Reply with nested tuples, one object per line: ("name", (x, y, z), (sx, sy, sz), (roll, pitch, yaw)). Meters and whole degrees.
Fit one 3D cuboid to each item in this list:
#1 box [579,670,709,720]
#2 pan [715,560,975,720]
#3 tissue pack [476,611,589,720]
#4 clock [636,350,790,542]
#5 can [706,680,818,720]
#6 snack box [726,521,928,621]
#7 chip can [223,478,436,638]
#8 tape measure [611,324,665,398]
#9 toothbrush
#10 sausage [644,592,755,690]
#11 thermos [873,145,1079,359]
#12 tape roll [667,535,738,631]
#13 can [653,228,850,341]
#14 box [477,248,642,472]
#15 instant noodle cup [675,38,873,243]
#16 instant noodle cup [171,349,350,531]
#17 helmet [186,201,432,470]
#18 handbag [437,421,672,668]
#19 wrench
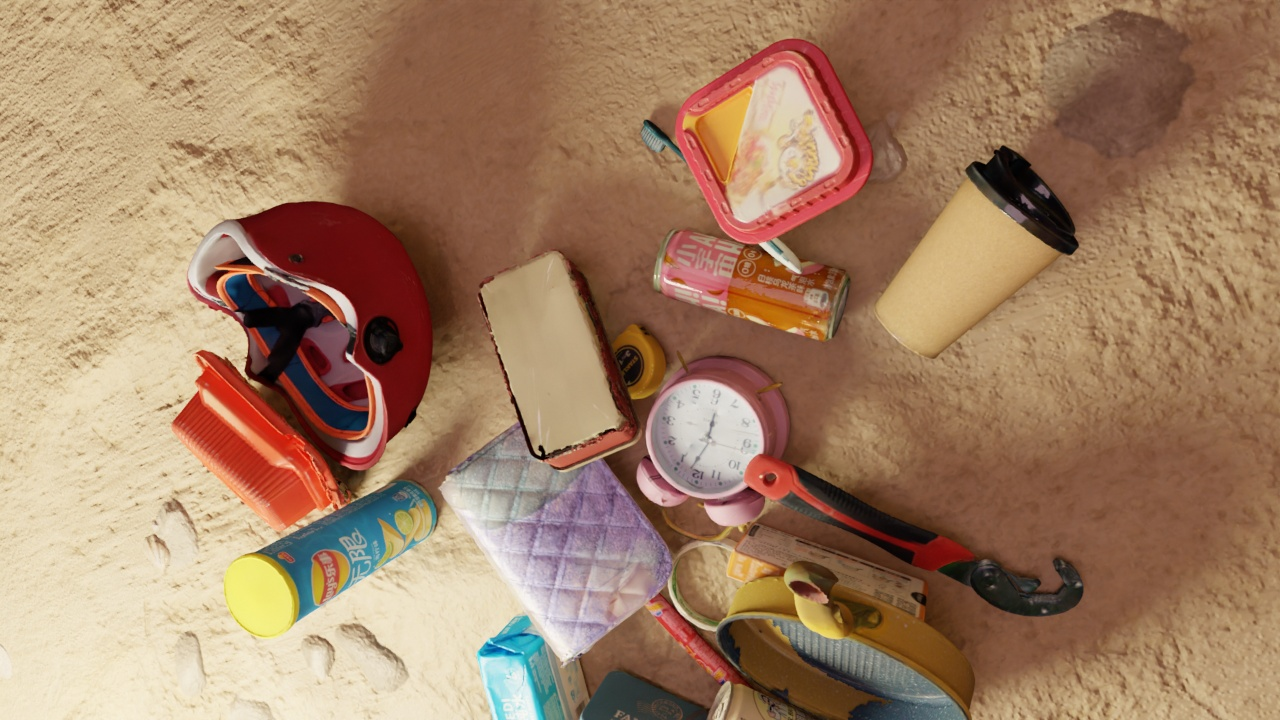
("box", (0.024, 0.348, 0.815), (0.184, 0.089, 0.060), (21, 111, 12))
("pan", (0.135, 0.197, 0.638), (0.198, 0.078, 0.358), (13, 146, 23))
("tissue pack", (-0.099, 0.307, 0.852), (0.063, 0.089, 0.140), (-12, 96, 22))
("clock", (0.057, 0.076, 0.765), (0.117, 0.059, 0.159), (16, 108, 17))
("can", (0.117, 0.322, 0.778), (0.116, 0.058, 0.059), (25, 109, 0))
("snack box", (0.152, 0.177, 0.740), (0.154, 0.075, 0.026), (17, 105, 17))
("chip can", (-0.269, 0.171, 0.825), (0.071, 0.209, 0.071), (4, 101, 19))
("tape measure", (-0.005, 0.005, 0.788), (0.060, 0.028, 0.057), (-49, 60, 23))
("toothbrush", (0.060, -0.130, 0.724), (0.191, 0.016, 0.018), (48, 123, 23))
("sausage", (0.051, 0.257, 0.825), (0.156, 0.020, 0.020), (44, 112, 8))
("thermos", (0.237, -0.072, 0.658), (0.093, 0.092, 0.144), (43, 120, 8))
("tape roll", (0.066, 0.197, 0.810), (0.086, 0.013, 0.086), (4, 101, 20))
("can", (0.088, -0.061, 0.727), (0.147, 0.057, 0.058), (17, 106, 17))
("box", (-0.068, -0.003, 0.753), (0.091, 0.076, 0.168), (-23, 71, 7))
("instant noodle cup", (0.104, -0.155, 0.667), (0.117, 0.124, 0.116), (-27, 89, 23))
("instant noodle cup", (-0.361, 0.087, 0.865), (0.164, 0.079, 0.189), (38, 155, 10))
("helmet", (-0.265, -0.037, 0.818), (0.207, 0.143, 0.240), (-9, 116, 45))
("handbag", (-0.069, 0.147, 0.800), (0.134, 0.075, 0.194), (-36, 80, -6))
("wrench", (0.209, 0.137, 0.713), (0.273, 0.016, 0.056), (22, 113, 2))
